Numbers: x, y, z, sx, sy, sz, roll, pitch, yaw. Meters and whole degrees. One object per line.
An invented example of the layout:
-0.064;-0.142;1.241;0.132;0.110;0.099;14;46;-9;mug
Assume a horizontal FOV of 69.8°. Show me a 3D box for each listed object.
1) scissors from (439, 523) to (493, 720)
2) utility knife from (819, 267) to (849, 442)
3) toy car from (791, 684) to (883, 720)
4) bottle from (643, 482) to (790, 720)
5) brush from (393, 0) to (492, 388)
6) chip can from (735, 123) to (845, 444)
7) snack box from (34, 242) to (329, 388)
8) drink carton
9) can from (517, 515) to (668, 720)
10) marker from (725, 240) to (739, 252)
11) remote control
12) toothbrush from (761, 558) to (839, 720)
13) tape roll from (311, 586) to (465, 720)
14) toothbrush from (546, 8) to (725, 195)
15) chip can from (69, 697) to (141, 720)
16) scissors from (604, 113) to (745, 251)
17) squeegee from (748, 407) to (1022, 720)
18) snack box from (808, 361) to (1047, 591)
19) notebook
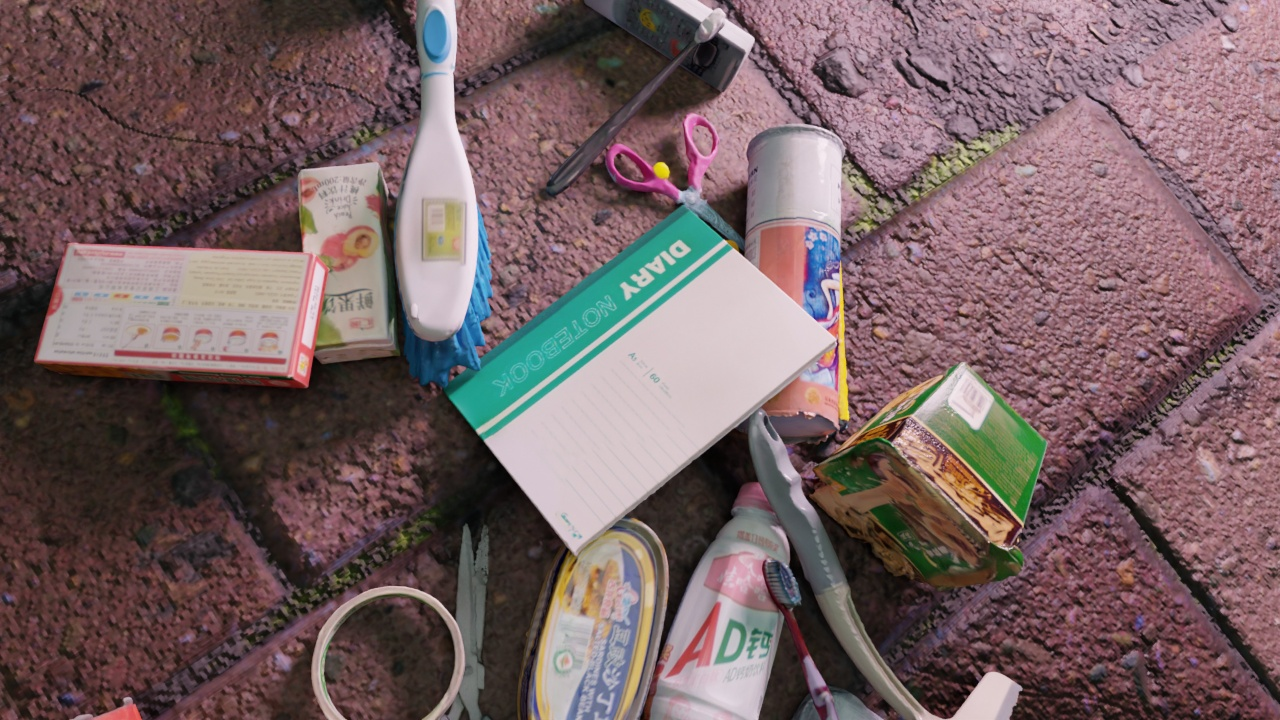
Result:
-0.095;0.189;0.548;0.141;0.014;0.173;37;65;1;scissors
0.134;-0.037;0.672;0.033;0.015;0.196;5;71;-12;utility knife
0.149;0.255;0.573;0.120;0.037;0.054;37;69;4;toy car
0.052;0.171;0.561;0.068;0.068;0.196;25;65;-5;bottle
-0.129;-0.146;0.596;0.060;0.110;0.314;-1;68;-6;brush
0.104;-0.054;0.639;0.071;0.071;0.214;9;71;-11;chip can
-0.268;-0.027;0.541;0.156;0.027;0.077;3;73;5;snack box
-0.185;-0.061;0.585;0.053;0.045;0.122;-7;73;-6;drink carton
-0.028;0.167;0.549;0.074;0.049;0.148;18;69;-8;can
0.036;-0.033;0.646;0.018;0.015;0.123;32;73;-11;marker
0.019;-0.257;0.694;0.135;0.056;0.019;32;68;-3;remote control
0.112;0.204;0.540;0.016;0.017;0.187;-21;90;-33;toothbrush
-0.145;0.174;0.530;0.086;0.014;0.085;2;67;-4;tape roll
-0.003;-0.185;0.656;0.015;0.018;0.181;44;90;-5;toothbrush
-0.244;0.281;0.449;0.073;0.073;0.216;-27;81;-20;chip can
0.039;-0.127;0.679;0.133;0.017;0.123;38;69;-4;scissors
0.123;0.140;0.550;0.246;0.039;0.245;59;28;12;squeegee
0.194;0.069;0.602;0.118;0.118;0.105;43;63;-1;snack box
-0.003;0.003;0.584;0.209;0.012;0.150;-38;63;-12;notebook
